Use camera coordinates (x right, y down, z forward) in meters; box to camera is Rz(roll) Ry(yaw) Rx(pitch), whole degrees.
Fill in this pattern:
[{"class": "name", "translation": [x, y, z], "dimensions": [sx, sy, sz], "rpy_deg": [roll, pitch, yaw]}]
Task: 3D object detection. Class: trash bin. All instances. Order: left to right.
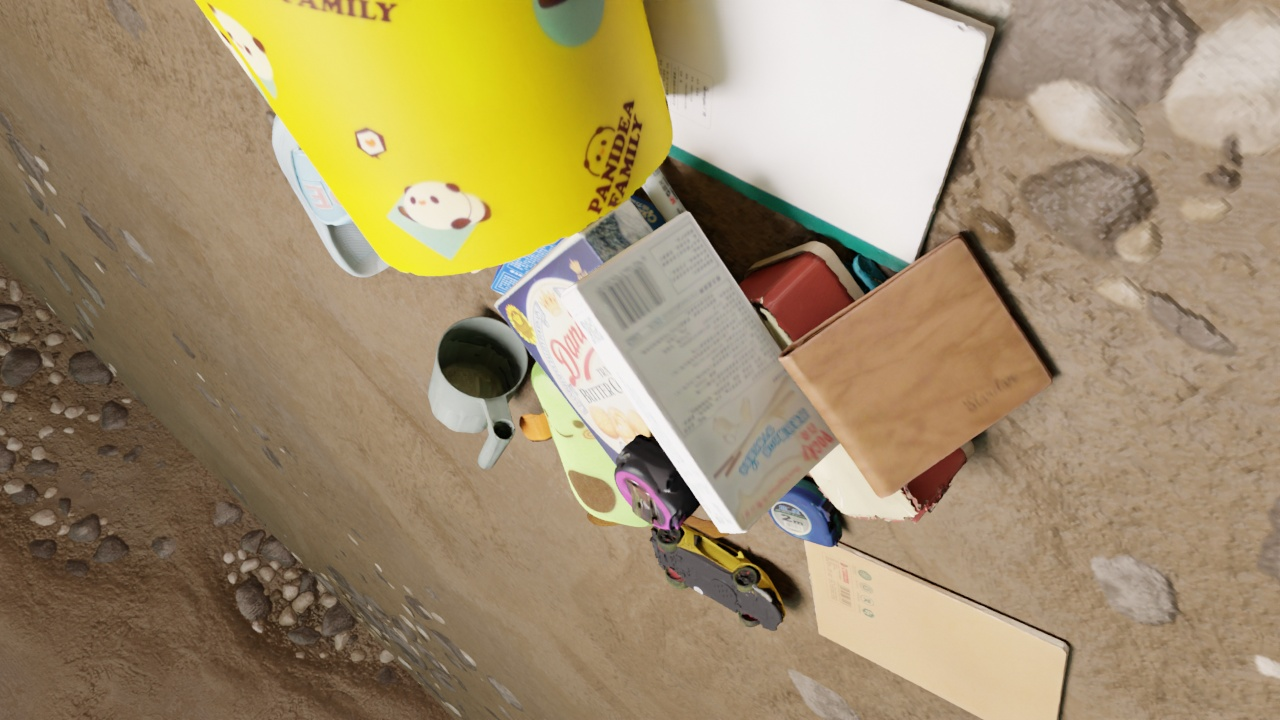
[{"class": "trash bin", "translation": [-0.109, -0.197, 0.448], "dimensions": [0.230, 0.229, 0.255], "rpy_deg": [15, 140, 41]}]

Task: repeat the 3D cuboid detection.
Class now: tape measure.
[{"class": "tape measure", "translation": [0.011, 0.078, 0.575], "dimensions": [0.057, 0.039, 0.058], "rpy_deg": [25, 147, 40]}, {"class": "tape measure", "translation": [0.126, 0.115, 0.709], "dimensions": [0.058, 0.025, 0.054], "rpy_deg": [11, 133, 38]}]

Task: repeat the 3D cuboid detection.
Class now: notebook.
[{"class": "notebook", "translation": [0.070, -0.144, 0.492], "dimensions": [0.209, 0.012, 0.151], "rpy_deg": [32, 147, 23]}, {"class": "notebook", "translation": [0.226, 0.221, 0.727], "dimensions": [0.208, 0.008, 0.148], "rpy_deg": [20, 140, 36]}]

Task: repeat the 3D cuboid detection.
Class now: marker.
[{"class": "marker", "translation": [0.022, -0.094, 0.593], "dimensions": [0.017, 0.016, 0.146], "rpy_deg": [-8, 124, 53]}]

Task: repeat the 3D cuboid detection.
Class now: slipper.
[{"class": "slipper", "translation": [-0.231, -0.145, 0.763], "dimensions": [0.074, 0.103, 0.246], "rpy_deg": [44, 154, 18]}]

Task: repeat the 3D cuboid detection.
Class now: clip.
[{"class": "clip", "translation": [0.138, -0.037, 0.532], "dimensions": [0.056, 0.014, 0.043], "rpy_deg": [49, 150, -9]}]

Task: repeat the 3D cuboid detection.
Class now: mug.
[{"class": "mug", "translation": [-0.153, 0.035, 0.874], "dimensions": [0.104, 0.083, 0.124], "rpy_deg": [129, 127, -60]}]

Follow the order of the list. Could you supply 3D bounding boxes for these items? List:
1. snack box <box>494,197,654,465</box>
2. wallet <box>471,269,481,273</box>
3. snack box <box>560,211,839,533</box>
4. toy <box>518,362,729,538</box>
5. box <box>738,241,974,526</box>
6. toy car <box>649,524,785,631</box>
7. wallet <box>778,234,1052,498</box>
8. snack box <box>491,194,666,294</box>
[{"class": "snack box", "translation": [-0.004, 0.003, 0.596], "dimensions": [0.182, 0.045, 0.178], "rpy_deg": [53, 155, -7]}, {"class": "wallet", "translation": [-0.151, -0.115, 0.705], "dimensions": [0.115, 0.024, 0.087], "rpy_deg": [40, 151, -26]}, {"class": "snack box", "translation": [0.035, 0.006, 0.495], "dimensions": [0.157, 0.084, 0.027], "rpy_deg": [56, 154, -6]}, {"class": "toy", "translation": [-0.020, 0.073, 0.774], "dimensions": [0.227, 0.089, 0.247], "rpy_deg": [3, 133, 36]}, {"class": "box", "translation": [0.112, 0.022, 0.557], "dimensions": [0.168, 0.076, 0.091], "rpy_deg": [52, 157, -11]}, {"class": "toy car", "translation": [0.071, 0.197, 0.851], "dimensions": [0.156, 0.041, 0.071], "rpy_deg": [23, 142, 35]}, {"class": "wallet", "translation": [0.148, 0.004, 0.491], "dimensions": [0.101, 0.115, 0.020], "rpy_deg": [52, -171, -12]}, {"class": "snack box", "translation": [-0.048, -0.077, 0.663], "dimensions": [0.084, 0.026, 0.157], "rpy_deg": [23, 152, -14]}]
